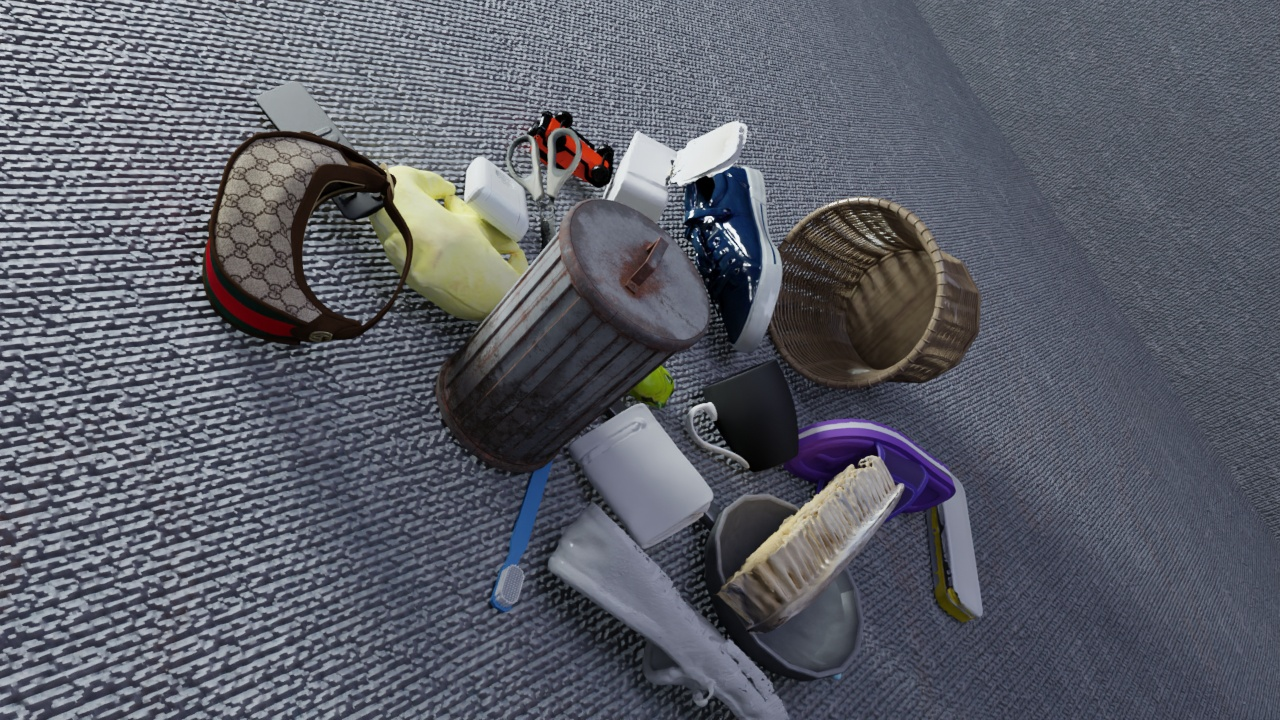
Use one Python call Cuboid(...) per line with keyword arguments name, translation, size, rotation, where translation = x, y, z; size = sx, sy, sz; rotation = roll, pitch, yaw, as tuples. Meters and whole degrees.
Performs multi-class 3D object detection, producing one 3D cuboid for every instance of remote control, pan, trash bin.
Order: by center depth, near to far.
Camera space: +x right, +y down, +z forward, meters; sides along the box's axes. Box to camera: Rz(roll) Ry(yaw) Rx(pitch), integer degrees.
Cuboid(name="trash bin", translation=(-0.052, -0.018, 0.704), size=(0.130, 0.212, 0.130), rotation=(28, 40, -26))
Cuboid(name="remote control", translation=(-0.257, -0.170, 0.742), size=(0.041, 0.020, 0.152), rotation=(-32, 68, -23))
Cuboid(name="remote control", translation=(-0.133, -0.152, 0.851), size=(0.060, 0.025, 0.138), rotation=(37, 14, -22))
Cuboid(name="pan", translation=(0.066, 0.147, 0.852), size=(0.357, 0.041, 0.178), rotation=(47, 37, 1))

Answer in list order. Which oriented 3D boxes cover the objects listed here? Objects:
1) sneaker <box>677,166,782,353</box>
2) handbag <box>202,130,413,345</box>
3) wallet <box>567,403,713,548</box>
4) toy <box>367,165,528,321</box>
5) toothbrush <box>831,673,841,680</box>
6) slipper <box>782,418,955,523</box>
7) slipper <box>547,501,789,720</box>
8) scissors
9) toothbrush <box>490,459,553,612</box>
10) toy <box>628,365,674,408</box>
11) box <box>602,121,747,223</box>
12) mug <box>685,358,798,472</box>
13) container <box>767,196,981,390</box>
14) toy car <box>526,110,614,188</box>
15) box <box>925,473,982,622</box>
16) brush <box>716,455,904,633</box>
Cuboid(name="sneaker", translation=(0.090, -0.136, 1.077), size=(0.127, 0.121, 0.293), rotation=(10, 48, -15))
Cuboid(name="handbag", translation=(-0.237, -0.091, 0.670), size=(0.138, 0.063, 0.166), rotation=(15, 58, -24))
Cuboid(name="wallet", translation=(0.000, 0.100, 0.789), size=(0.086, 0.032, 0.116), rotation=(-24, 62, -23))
Cuboid(name="toy", translation=(-0.167, -0.100, 0.780), size=(0.170, 0.065, 0.154), rotation=(44, 28, -4))
Cuboid(name="toothbrush", translation=(0.172, 0.238, 0.909), size=(0.022, 0.016, 0.154), rotation=(-5, 59, -13))
Cuboid(name="slipper", translation=(0.269, 0.146, 1.023), size=(0.266, 0.107, 0.084), rotation=(24, 45, -40))
Cuboid(name="slipper", translation=(0.027, 0.218, 0.721), size=(0.247, 0.074, 0.112), rotation=(46, 6, -13))
Cuboid(name="scissors", translation=(-0.085, -0.165, 0.922), size=(0.169, 0.131, 0.012), rotation=(53, -2, 23))
Cuboid(name="toothbrush", translation=(-0.088, 0.124, 0.722), size=(0.016, 0.014, 0.166), rotation=(37, 38, -21))
Cuboid(name="toy", translation=(-0.005, 0.005, 0.892), size=(0.094, 0.036, 0.093), rotation=(15, 38, -54))
Cuboid(name="box", translation=(0.019, -0.195, 0.959), size=(0.083, 0.191, 0.110), rotation=(35, 43, -24))
Cuboid(name="mug", translation=(0.105, 0.065, 0.938), size=(0.118, 0.085, 0.100), rotation=(-22, 89, -23))
Cuboid(name="container", translation=(0.300, -0.071, 1.142), size=(0.195, 0.227, 0.226), rotation=(8, 54, -52))
Cuboid(name="toy car", translation=(-0.075, -0.226, 0.996), size=(0.100, 0.049, 0.051), rotation=(35, 39, -23))
Cuboid(name="box", translation=(0.387, 0.224, 1.145), size=(0.064, 0.033, 0.208), rotation=(37, 40, -23))
Cuboid(name="brush", translation=(0.160, 0.159, 0.824), size=(0.056, 0.083, 0.270), rotation=(53, 38, 8))
